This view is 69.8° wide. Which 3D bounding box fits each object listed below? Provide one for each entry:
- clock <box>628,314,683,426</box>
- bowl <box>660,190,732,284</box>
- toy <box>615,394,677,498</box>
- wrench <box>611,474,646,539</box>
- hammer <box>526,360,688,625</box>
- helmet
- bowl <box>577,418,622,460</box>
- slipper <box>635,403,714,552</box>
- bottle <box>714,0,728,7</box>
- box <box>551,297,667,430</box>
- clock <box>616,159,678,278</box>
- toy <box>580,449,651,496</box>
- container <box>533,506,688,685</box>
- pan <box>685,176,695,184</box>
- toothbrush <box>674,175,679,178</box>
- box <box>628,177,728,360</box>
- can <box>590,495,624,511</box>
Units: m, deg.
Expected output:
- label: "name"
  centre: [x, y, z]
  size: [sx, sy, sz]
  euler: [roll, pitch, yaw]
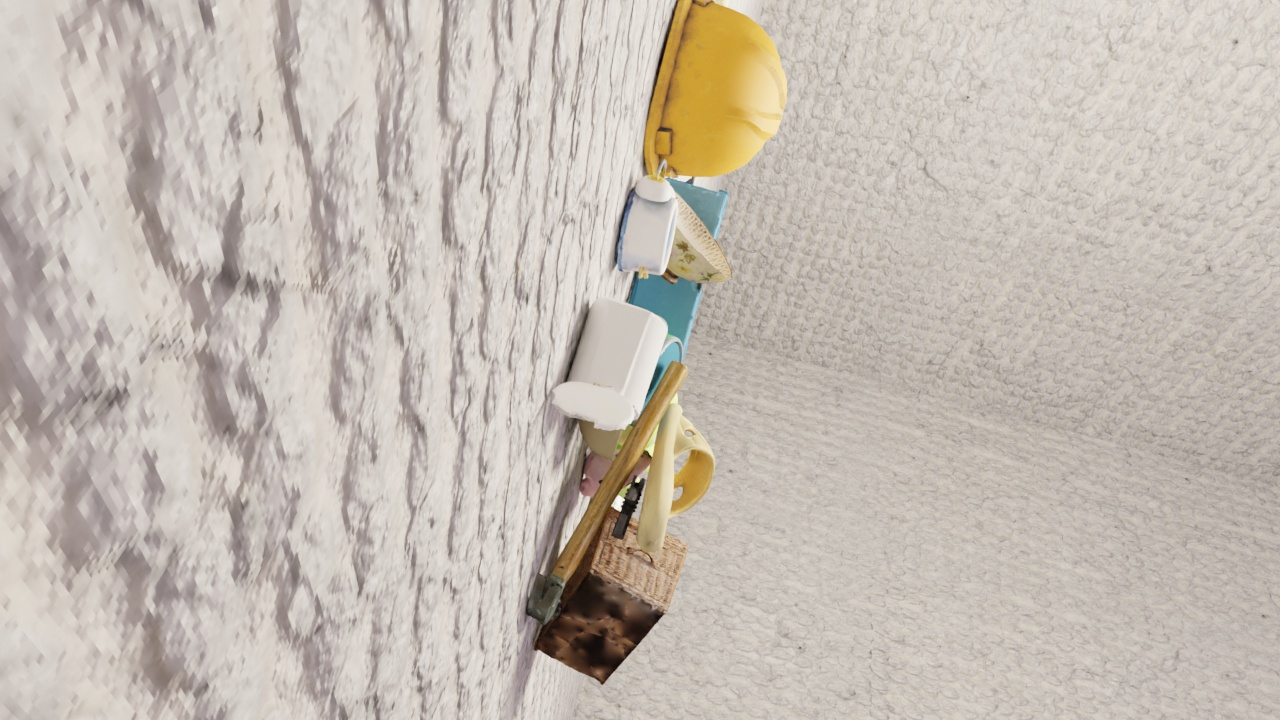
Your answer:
- label: "clock"
  centre: [-0.006, 0.006, 1.101]
  size: [0.121, 0.075, 0.162]
  euler: [-58, 159, -24]
- label: "bowl"
  centre: [0.042, -0.139, 1.104]
  size: [0.063, 0.145, 0.145]
  euler: [-37, -170, 19]
- label: "toy"
  centre: [-0.008, 0.094, 1.294]
  size: [0.149, 0.107, 0.197]
  euler: [-37, 138, -45]
- label: "wrench"
  centre: [-0.008, 0.167, 1.112]
  size: [0.273, 0.018, 0.073]
  euler: [31, 80, -86]
- label: "hammer"
  centre: [-0.035, 0.145, 1.038]
  size: [0.330, 0.033, 0.132]
  euler: [-60, 170, -11]
- label: "helmet"
  centre: [0.092, -0.285, 1.008]
  size: [0.255, 0.131, 0.205]
  euler: [-9, 115, -84]
- label: "bowl"
  centre: [-0.031, 0.025, 0.960]
  size: [0.152, 0.050, 0.152]
  euler: [65, 42, -90]
- label: "slipper"
  centre: [0.045, 0.144, 1.101]
  size: [0.261, 0.079, 0.111]
  euler: [-72, 176, -67]
- label: "bottle"
  centre: [0.094, -0.410, 1.156]
  size: [0.045, 0.045, 0.185]
  euler: [-70, 174, -49]
- label: "box"
  centre: [-0.028, 0.008, 0.816]
  size: [0.136, 0.084, 0.146]
  euler: [114, -6, -73]
- label: "clock"
  centre: [0.010, -0.148, 0.955]
  size: [0.088, 0.052, 0.125]
  euler: [-41, 143, -81]
- label: "toy"
  centre: [-0.042, 0.149, 1.206]
  size: [0.096, 0.099, 0.052]
  euler: [-52, -131, 30]
- label: "container"
  centre: [-0.039, 0.298, 1.148]
  size: [0.199, 0.114, 0.112]
  euler: [-59, -176, 34]
- label: "pan"
  centre: [0.058, -0.222, 1.349]
  size: [0.355, 0.024, 0.216]
  euler: [104, -4, -49]
- label: "toothbrush"
  centre: [0.057, -0.320, 1.158]
  size: [0.022, 0.024, 0.186]
  euler: [49, -42, 43]
- label: "box"
  centre: [0.042, -0.116, 1.236]
  size: [0.112, 0.094, 0.231]
  euler: [81, 24, -86]
- label: "can"
  centre: [-0.048, 0.216, 1.432]
  size: [0.055, 0.055, 0.101]
  euler: [100, 7, -51]
